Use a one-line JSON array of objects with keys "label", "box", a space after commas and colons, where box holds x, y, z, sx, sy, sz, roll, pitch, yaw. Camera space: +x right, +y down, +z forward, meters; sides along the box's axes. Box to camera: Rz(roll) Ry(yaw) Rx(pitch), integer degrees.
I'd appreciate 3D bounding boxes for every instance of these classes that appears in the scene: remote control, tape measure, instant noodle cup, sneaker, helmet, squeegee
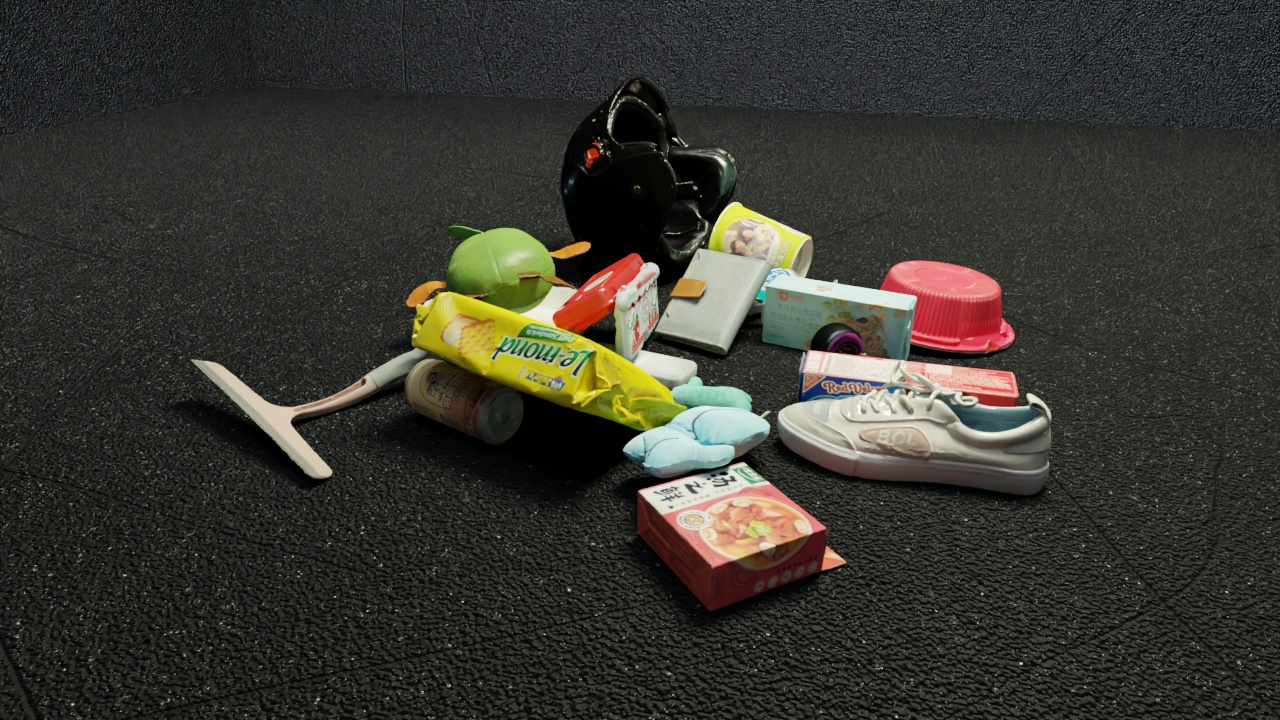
[{"label": "remote control", "box": [-0.006, 0.006, 1.025, 0.136, 0.020, 0.055, 12, 25, 26]}, {"label": "tape measure", "box": [0.220, -0.013, 1.028, 0.057, 0.058, 0.039, -9, 25, -13]}, {"label": "instant noodle cup", "box": [0.373, -0.075, 1.147, 0.194, 0.066, 0.193, 3, 24, -2]}, {"label": "sneaker", "box": [0.245, 0.054, 0.832, 0.242, 0.091, 0.089, 8, 24, 18]}, {"label": "helmet", "box": [-0.006, -0.258, 1.331, 0.231, 0.274, 0.232, -18, 2, 30]}, {"label": "squeegee", "box": [-0.287, 0.022, 0.954, 0.248, 0.040, 0.248, -27, 43, -37]}, {"label": "instant noodle cup", "box": [0.173, -0.153, 1.297, 0.123, 0.112, 0.111, 23, 31, 25]}]

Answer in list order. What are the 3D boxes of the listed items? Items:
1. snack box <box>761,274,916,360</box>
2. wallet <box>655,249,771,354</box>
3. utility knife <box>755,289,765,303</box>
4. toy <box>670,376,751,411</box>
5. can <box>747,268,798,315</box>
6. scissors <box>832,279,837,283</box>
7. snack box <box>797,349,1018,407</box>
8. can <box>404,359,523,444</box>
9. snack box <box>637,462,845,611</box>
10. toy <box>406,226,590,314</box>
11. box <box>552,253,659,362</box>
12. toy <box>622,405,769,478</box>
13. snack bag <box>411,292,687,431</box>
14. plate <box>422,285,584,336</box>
[{"label": "snack box", "box": [0.232, -0.048, 1.084, 0.175, 0.074, 0.051, 12, 27, 25]}, {"label": "wallet", "box": [0.085, -0.076, 1.114, 0.107, 0.037, 0.129, 16, 66, 31]}, {"label": "utility knife", "box": [0.191, -0.070, 1.153, 0.187, 0.013, 0.029, 15, 38, -5]}, {"label": "toy", "box": [0.070, 0.038, 0.945, 0.092, 0.030, 0.096, 7, 19, 9]}, {"label": "can", "box": [0.142, -0.086, 1.195, 0.134, 0.053, 0.053, -13, 27, -28]}, {"label": "scissors", "box": [0.251, -0.082, 1.240, 0.162, 0.012, 0.162, -15, 27, -33]}, {"label": "snack box", "box": [0.263, 0.034, 0.920, 0.208, 0.057, 0.058, 7, 27, 14]}, {"label": "can", "box": [-0.173, 0.039, 0.900, 0.116, 0.059, 0.058, 18, 29, 35]}, {"label": "snack box", "box": [0.078, 0.129, 0.715, 0.127, 0.044, 0.113, -12, 26, -26]}, {"label": "toy", "box": [-0.166, -0.103, 1.075, 0.227, 0.090, 0.246, -15, 22, -8]}, {"label": "box", "box": [-0.019, -0.053, 1.043, 0.095, 0.098, 0.201, -29, 10, 18]}, {"label": "toy", "box": [0.058, 0.069, 0.821, 0.156, 0.050, 0.161, -8, 7, -21]}, {"label": "snack bag", "box": [-0.090, 0.000, 0.884, 0.247, 0.068, 0.158, 20, -1, 29]}, {"label": "plate", "box": [-0.160, -0.048, 1.116, 0.205, 0.046, 0.204, 1, 23, 0]}]
